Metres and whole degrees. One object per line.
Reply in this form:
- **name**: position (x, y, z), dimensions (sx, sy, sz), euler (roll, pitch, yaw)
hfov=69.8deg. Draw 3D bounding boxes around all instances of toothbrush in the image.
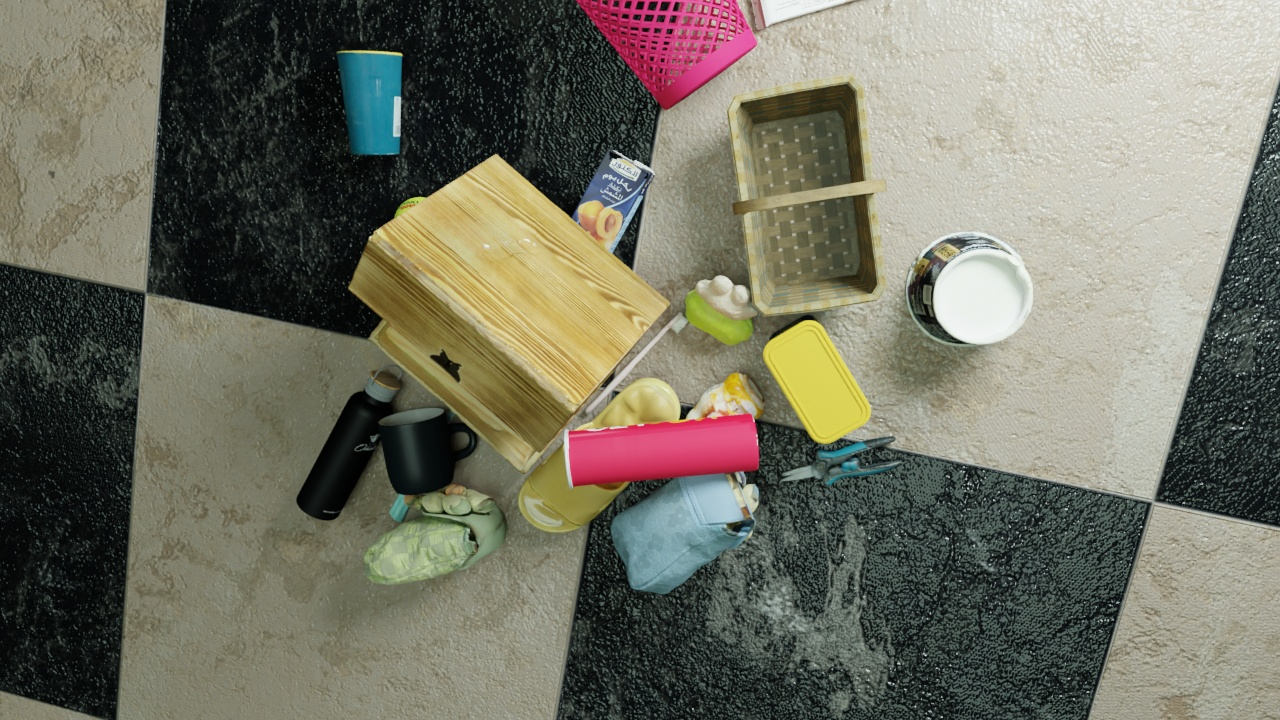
- **toothbrush**: position (-0.007, 0.007, 1.164), dimensions (0.018, 0.015, 0.181), euler (44, 103, -6)

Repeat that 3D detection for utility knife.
- **utility knife**: position (-0.293, 0.143, 1.234), dimensions (0.022, 0.015, 0.180), euler (28, 104, -9)

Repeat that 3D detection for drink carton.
- **drink carton**: position (-0.041, -0.189, 1.123), dimensions (0.064, 0.040, 0.130), euler (30, 103, 3)

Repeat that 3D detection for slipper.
- **slipper**: position (-0.054, 0.129, 1.145), dimensions (0.099, 0.078, 0.264), euler (43, 106, -2)

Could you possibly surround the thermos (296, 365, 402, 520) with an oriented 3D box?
- **thermos**: position (-0.380, 0.103, 1.219), dimensions (0.061, 0.061, 0.231), euler (32, 103, 3)

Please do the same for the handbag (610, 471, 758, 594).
- **handbag**: position (0.063, 0.207, 1.141), dimensions (0.192, 0.118, 0.121), euler (-43, 50, 22)

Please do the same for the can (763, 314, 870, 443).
- **can**: position (0.207, 0.017, 1.083), dimensions (0.075, 0.104, 0.135), euler (-31, 93, 13)

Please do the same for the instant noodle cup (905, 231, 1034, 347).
- **instant noodle cup**: position (0.376, -0.075, 1.036), dimensions (0.137, 0.112, 0.137), euler (2, 100, 10)

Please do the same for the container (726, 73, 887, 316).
- **container**: position (0.184, -0.179, 1.012), dimensions (0.158, 0.186, 0.250), euler (-7, 98, 10)

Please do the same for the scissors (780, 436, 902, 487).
- **scissors**: position (0.253, 0.133, 1.140), dimensions (0.140, 0.019, 0.128), euler (28, 103, 6)

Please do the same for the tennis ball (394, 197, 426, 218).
- **tennis ball**: position (-0.276, -0.172, 1.153), dimensions (0.065, 0.065, 0.065), euler (2, 100, 9)

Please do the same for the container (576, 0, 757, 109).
- **container**: position (0.016, -0.410, 1.018), dimensions (0.183, 0.183, 0.226), euler (-33, 100, 13)

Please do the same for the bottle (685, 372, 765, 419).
- **bottle**: position (0.098, 0.064, 1.132), dimensions (0.109, 0.063, 0.063), euler (-35, 92, 15)

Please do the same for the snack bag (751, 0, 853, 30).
- **snack bag**: position (0.207, -0.429, 1.055), dimensions (0.158, 0.013, 0.057), euler (-13, 95, 11)

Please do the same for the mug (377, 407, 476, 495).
- **mug**: position (-0.271, 0.114, 1.189), dimensions (0.121, 0.085, 0.094), euler (-13, 102, -28)

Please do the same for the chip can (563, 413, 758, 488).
- **chip can**: position (0.024, 0.105, 1.074), dimensions (0.220, 0.069, 0.069), euler (-5, 99, 0)

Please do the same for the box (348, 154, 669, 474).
- **box**: position (-0.174, -0.030, 1.116), dimensions (0.279, 0.281, 0.316), euler (40, 135, 1)

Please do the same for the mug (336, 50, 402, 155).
- **mug**: position (-0.331, -0.317, 1.136), dimensions (0.078, 0.078, 0.121), euler (3, 105, 9)

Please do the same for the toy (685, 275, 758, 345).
- **toy**: position (0.098, -0.062, 1.094), dimensions (0.092, 0.115, 0.046), euler (32, 64, 6)

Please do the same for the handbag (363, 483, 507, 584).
- **handbag**: position (-0.272, 0.221, 1.198), dimensions (0.187, 0.113, 0.117), euler (-14, 89, 12)
